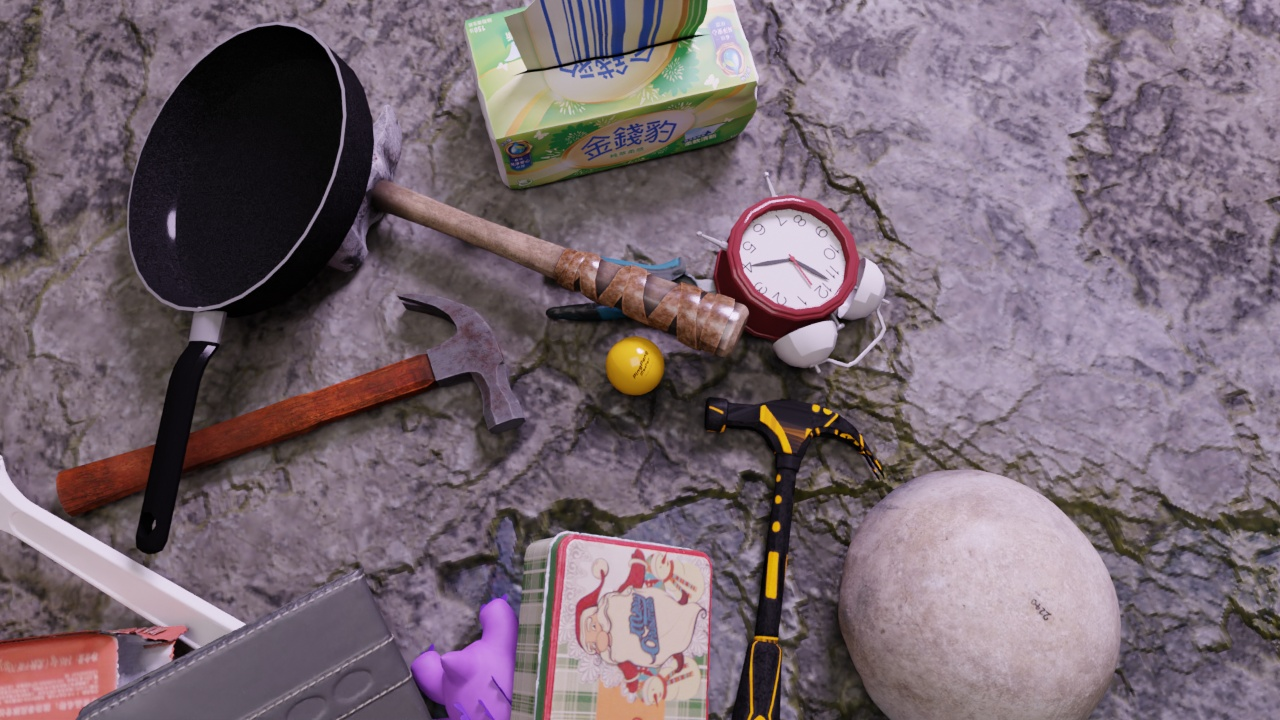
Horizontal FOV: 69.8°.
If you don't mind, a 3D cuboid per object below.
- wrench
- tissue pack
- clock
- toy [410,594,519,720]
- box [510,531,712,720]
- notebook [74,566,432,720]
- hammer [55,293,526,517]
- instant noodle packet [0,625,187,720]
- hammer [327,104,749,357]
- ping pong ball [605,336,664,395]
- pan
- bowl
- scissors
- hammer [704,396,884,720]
[{"bbox_3d":[-0.352,0.126,0.584,0.273,0.018,0.066,29,109,5],"label":"wrench"},{"bbox_3d":[-0.021,-0.213,0.637,0.197,0.141,0.120,-20,74,-6],"label":"tissue pack"},{"bbox_3d":[0.108,-0.056,0.632,0.096,0.048,0.137,-43,83,-16],"label":"clock"},{"bbox_3d":[-0.090,0.202,0.552,0.106,0.056,0.088,-37,88,1],"label":"toy"},{"bbox_3d":[-0.016,0.207,0.531,0.117,0.050,0.205,14,70,-27],"label":"box"},{"bbox_3d":[-0.188,0.246,0.507,0.169,0.029,0.209,-26,92,-20],"label":"notebook"},{"bbox_3d":[-0.238,0.039,0.618,0.300,0.028,0.111,-19,75,-6],"label":"hammer"},{"bbox_3d":[-0.351,0.268,0.512,0.164,0.084,0.220,-8,75,5],"label":"instant noodle packet"},{"bbox_3d":[-0.079,-0.077,0.631,0.319,0.049,0.121,22,71,12],"label":"hammer"},{"bbox_3d":[-0.004,0.004,0.623,0.040,0.040,0.040,0,73,0],"label":"ping pong ball"},{"bbox_3d":[-0.272,-0.053,0.605,0.204,0.044,0.355,0,77,28],"label":"pan"},{"bbox_3d":[0.215,0.147,0.548,0.178,0.081,0.178,3,70,-7],"label":"bowl"},{"bbox_3d":[0.001,-0.055,0.653,0.144,0.019,0.126,41,76,9],"label":"scissors"},{"bbox_3d":[0.082,0.177,0.575,0.123,0.036,0.320,10,71,1],"label":"hammer"}]
